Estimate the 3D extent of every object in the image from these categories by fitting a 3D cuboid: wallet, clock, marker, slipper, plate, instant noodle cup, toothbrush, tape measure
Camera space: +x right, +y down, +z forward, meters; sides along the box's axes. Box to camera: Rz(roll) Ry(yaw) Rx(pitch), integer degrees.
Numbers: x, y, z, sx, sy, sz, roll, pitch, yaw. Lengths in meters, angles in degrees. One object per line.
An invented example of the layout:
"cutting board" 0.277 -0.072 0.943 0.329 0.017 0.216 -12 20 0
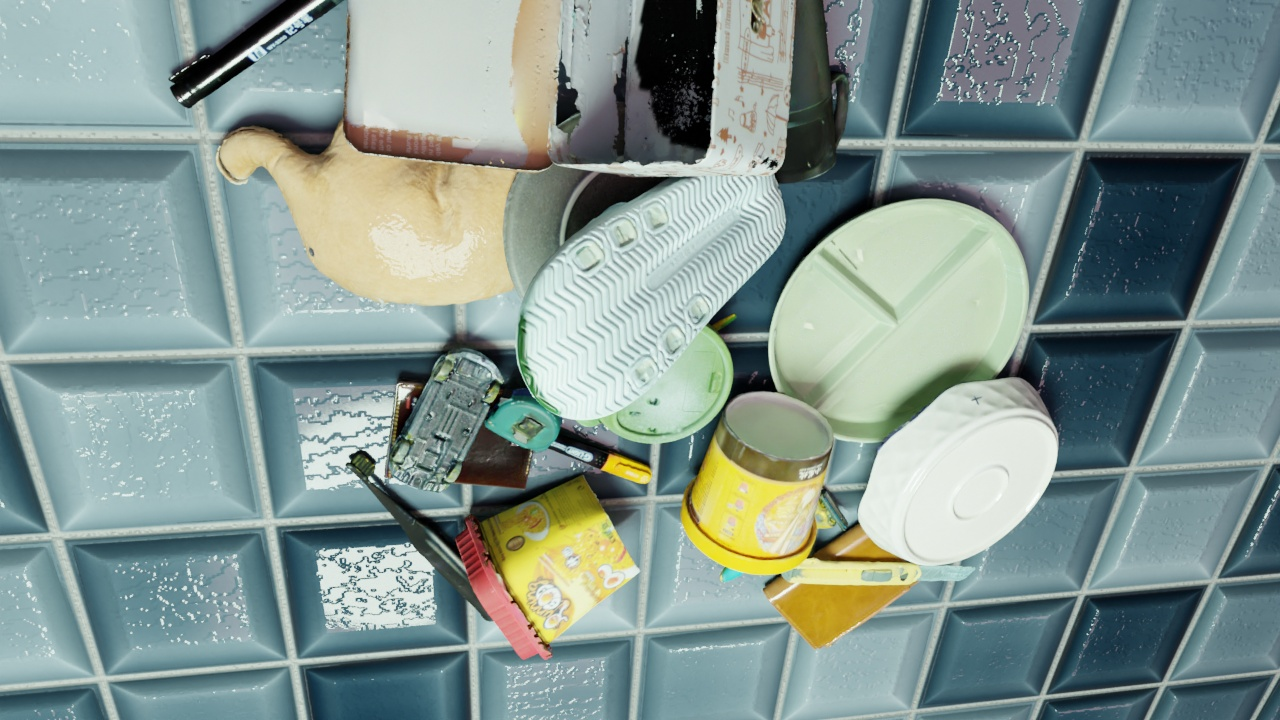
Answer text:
"wallet" 0.208 0.233 0.924 0.131 0.035 0.119 -37 118 9
"clock" -0.004 0.004 0.740 0.161 0.056 0.116 2 118 -12
"marker" -0.041 0.083 0.794 0.123 0.015 0.018 24 105 -28
"slipper" 0.005 -0.061 0.605 0.244 0.074 0.104 -42 114 -31
"plate" 0.217 -0.031 0.781 0.230 0.027 0.231 -5 121 -8
"wallet" -0.147 0.062 0.767 0.122 0.020 0.096 7 117 -17
"instant noodle cup" 0.102 0.097 0.772 0.118 0.118 0.115 3 123 -13
"toothbrush" -0.187 0.158 0.809 0.027 0.026 0.213 -48 122 -24
"plate" -0.008 -0.088 0.643 0.179 0.024 0.179 -8 108 -27
"tape measure" -0.091 0.048 0.736 0.058 0.025 0.055 30 132 -14
"instant noodle cup" -0.078 0.172 0.795 0.123 0.116 0.116 -31 121 -7
"plate" 0.298 0.110 0.842 0.204 0.045 0.205 -14 128 -19
"marker" -0.247 -0.208 0.592 0.132 0.020 0.022 -31 91 8

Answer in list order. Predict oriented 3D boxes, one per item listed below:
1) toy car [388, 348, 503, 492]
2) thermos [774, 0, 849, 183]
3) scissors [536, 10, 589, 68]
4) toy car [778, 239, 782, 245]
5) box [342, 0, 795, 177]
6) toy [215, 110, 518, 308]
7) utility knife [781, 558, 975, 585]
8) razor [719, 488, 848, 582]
"toy car" -0.155 0.047 0.727 0.054 0.037 0.120 26 95 -24
"thermos" 0.095 -0.248 0.619 0.089 0.068 0.243 -36 128 -28
"scissors" -0.075 -0.248 0.607 0.131 0.017 0.134 2 122 -15
"toy car" 0.056 -0.090 0.710 0.106 0.031 0.049 -28 108 -3
"box" -0.041 -0.203 0.548 0.272 0.132 0.179 5 98 12
"toy" -0.175 -0.104 0.634 0.226 0.082 0.143 0 103 -10
"utility knife" 0.231 0.206 0.896 0.208 0.021 0.031 1 119 -17
"razor" 0.132 0.174 0.880 0.132 0.028 0.043 -34 97 5
